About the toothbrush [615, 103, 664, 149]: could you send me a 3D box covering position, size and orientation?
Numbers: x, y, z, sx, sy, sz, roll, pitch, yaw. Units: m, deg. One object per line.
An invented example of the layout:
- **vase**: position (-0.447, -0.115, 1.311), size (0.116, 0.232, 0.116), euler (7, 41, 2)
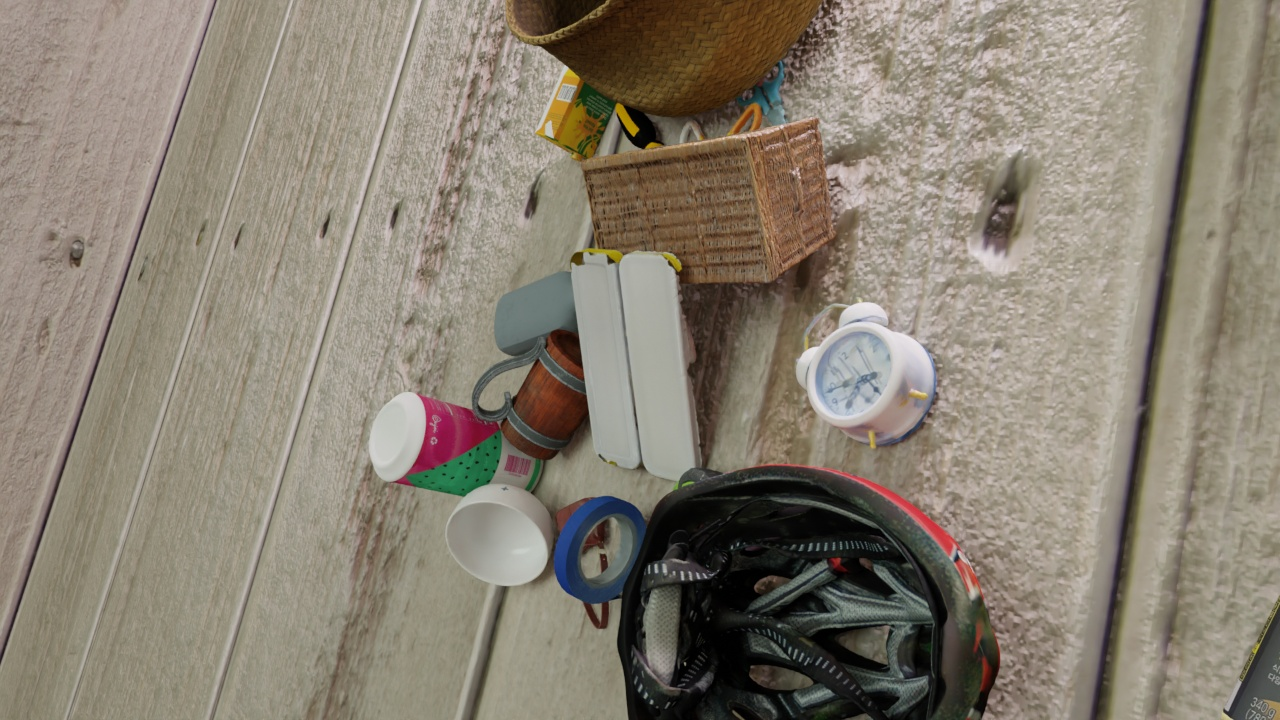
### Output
- **toothbrush**: position (0.013, -0.218, 0.948), size (0.031, 0.031, 0.196), euler (-50, 44, 23)

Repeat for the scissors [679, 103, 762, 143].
- **scissors**: position (0.072, -0.204, 0.896), size (0.126, 0.011, 0.128), euler (-50, 42, 26)

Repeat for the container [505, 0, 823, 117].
- **container**: position (0.039, -0.395, 0.868), size (0.308, 0.196, 0.306), euler (-22, 58, 40)

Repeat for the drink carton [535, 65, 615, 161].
- **drink carton**: position (-0.066, -0.292, 1.038), size (0.041, 0.058, 0.122), euler (28, 95, 47)

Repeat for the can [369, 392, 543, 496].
- **can**: position (-0.185, 0.092, 0.931), size (0.088, 0.165, 0.088), euler (-19, 62, 39)

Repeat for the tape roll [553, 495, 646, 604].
- **tape roll**: position (-0.034, 0.166, 0.806), size (0.016, 0.091, 0.093), euler (12, 88, 47)

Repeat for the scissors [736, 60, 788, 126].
- **scissors**: position (0.123, -0.236, 0.860), size (0.057, 0.015, 0.136), euler (-37, 47, 26)

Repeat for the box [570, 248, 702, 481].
- **box**: position (-0.004, 0.005, 0.813), size (0.127, 0.023, 0.210), euler (12, 115, 44)

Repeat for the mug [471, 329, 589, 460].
- **mug**: position (-0.099, 0.030, 0.910), size (0.111, 0.117, 0.081), euler (-55, 27, 19)

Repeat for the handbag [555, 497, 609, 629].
- **handbag**: position (-0.049, 0.192, 0.863), size (0.055, 0.029, 0.119), euler (-32, 59, 35)

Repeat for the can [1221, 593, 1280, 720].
- **can**: position (0.362, 0.159, 0.428), size (0.131, 0.072, 0.101), euler (28, 97, 47)

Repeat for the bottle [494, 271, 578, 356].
- **bottle**: position (-0.089, -0.056, 0.980), size (0.162, 0.046, 0.072), euler (-17, 63, 40)

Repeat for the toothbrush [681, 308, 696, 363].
- **toothbrush**: position (0.023, -0.077, 0.883), size (0.016, 0.018, 0.181), euler (-35, 61, 35)

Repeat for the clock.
- **clock**: position (0.166, 0.007, 0.699), size (0.089, 0.052, 0.125), euler (-50, 43, 20)

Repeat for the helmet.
- **helmet**: position (0.107, 0.181, 0.604), size (0.273, 0.166, 0.217), euler (-7, 70, 44)

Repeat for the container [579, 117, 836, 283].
- **container**: position (0.058, -0.134, 0.787), size (0.199, 0.112, 0.114), euler (4, 113, 45)

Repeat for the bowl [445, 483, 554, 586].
- **bowl**: position (-0.135, 0.167, 0.909), size (0.105, 0.105, 0.054), euler (-42, 12, 26)

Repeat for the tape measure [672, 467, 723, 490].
- **tape measure**: position (0.055, 0.124, 0.776), size (0.059, 0.035, 0.065), euler (-26, 61, 47)
